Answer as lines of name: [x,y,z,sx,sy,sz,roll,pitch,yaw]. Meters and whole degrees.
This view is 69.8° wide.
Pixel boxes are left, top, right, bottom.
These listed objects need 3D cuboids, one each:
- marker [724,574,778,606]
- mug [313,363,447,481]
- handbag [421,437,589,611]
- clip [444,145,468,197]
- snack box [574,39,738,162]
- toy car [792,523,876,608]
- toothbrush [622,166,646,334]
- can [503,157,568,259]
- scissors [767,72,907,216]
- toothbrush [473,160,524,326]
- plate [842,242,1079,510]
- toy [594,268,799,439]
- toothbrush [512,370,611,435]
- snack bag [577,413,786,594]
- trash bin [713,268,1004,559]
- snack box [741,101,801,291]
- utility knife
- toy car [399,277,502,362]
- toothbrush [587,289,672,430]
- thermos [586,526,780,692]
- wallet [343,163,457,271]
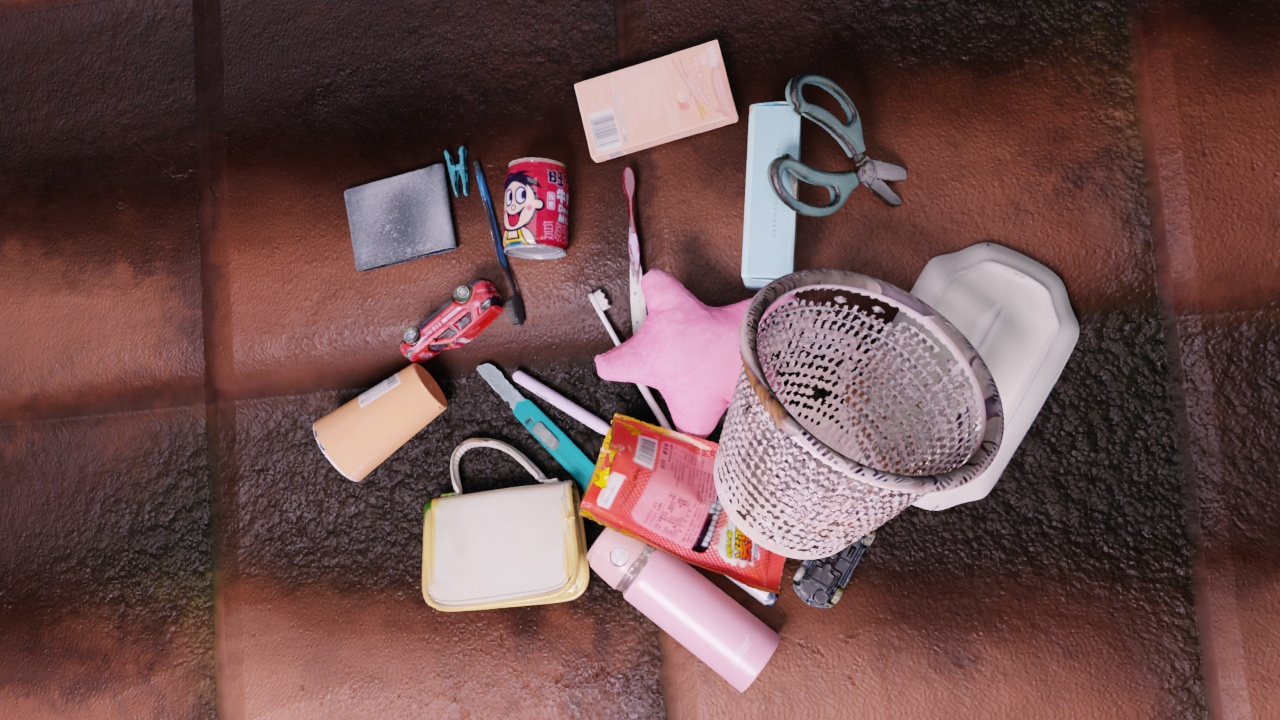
marker: [0.081,0.199,0.914,0.131,0.018,0.023,34,111,11]
mug: [-0.269,0.060,0.962,0.123,0.078,0.078,-36,81,1]
handbag: [-0.139,0.164,0.944,0.163,0.063,0.178,-9,70,9]
clip: [-0.197,-0.205,0.995,0.048,0.014,0.057,-9,85,8]
snack box: [0.016,-0.268,0.953,0.157,0.026,0.084,-14,83,9]
toy car: [0.187,0.189,0.888,0.049,0.031,0.105,30,89,14]
toothbrush: [-0.006,-0.108,0.953,0.016,0.017,0.187,-5,88,7]
can: [-0.108,-0.156,0.948,0.066,0.066,0.093,0,86,10]
scissors: [0.192,-0.208,0.876,0.177,0.019,0.169,-4,90,-28]
toothbrush: [-0.154,-0.126,0.982,0.016,0.014,0.189,-21,81,32]
plate: [0.306,0.014,0.877,0.162,0.034,0.266,31,92,11]
toy: [0.052,0.004,0.898,0.194,0.074,0.179,6,106,-3]
toothbrush: [-0.055,0.063,0.949,0.189,0.029,0.021,32,52,12]
snack bag: [0.054,0.134,0.884,0.208,0.073,0.128,20,69,-4]
trash bin: [0.163,0.065,0.799,0.227,0.193,0.227,10,48,-11]
snack box: [0.130,-0.158,0.901,0.052,0.074,0.175,3,87,11]
utility knife: [-0.098,0.077,0.957,0.209,0.013,0.029,45,94,10]
toy car: [-0.197,-0.038,0.963,0.120,0.053,0.045,-36,78,7]
toothbrush: [-0.006,0.006,0.945,0.016,0.016,0.180,-29,81,1]
thermos: [0.044,0.225,0.896,0.198,0.067,0.087,38,85,12]
wallet: [-0.262,-0.155,1.002,0.121,0.019,0.097,-12,82,11]
